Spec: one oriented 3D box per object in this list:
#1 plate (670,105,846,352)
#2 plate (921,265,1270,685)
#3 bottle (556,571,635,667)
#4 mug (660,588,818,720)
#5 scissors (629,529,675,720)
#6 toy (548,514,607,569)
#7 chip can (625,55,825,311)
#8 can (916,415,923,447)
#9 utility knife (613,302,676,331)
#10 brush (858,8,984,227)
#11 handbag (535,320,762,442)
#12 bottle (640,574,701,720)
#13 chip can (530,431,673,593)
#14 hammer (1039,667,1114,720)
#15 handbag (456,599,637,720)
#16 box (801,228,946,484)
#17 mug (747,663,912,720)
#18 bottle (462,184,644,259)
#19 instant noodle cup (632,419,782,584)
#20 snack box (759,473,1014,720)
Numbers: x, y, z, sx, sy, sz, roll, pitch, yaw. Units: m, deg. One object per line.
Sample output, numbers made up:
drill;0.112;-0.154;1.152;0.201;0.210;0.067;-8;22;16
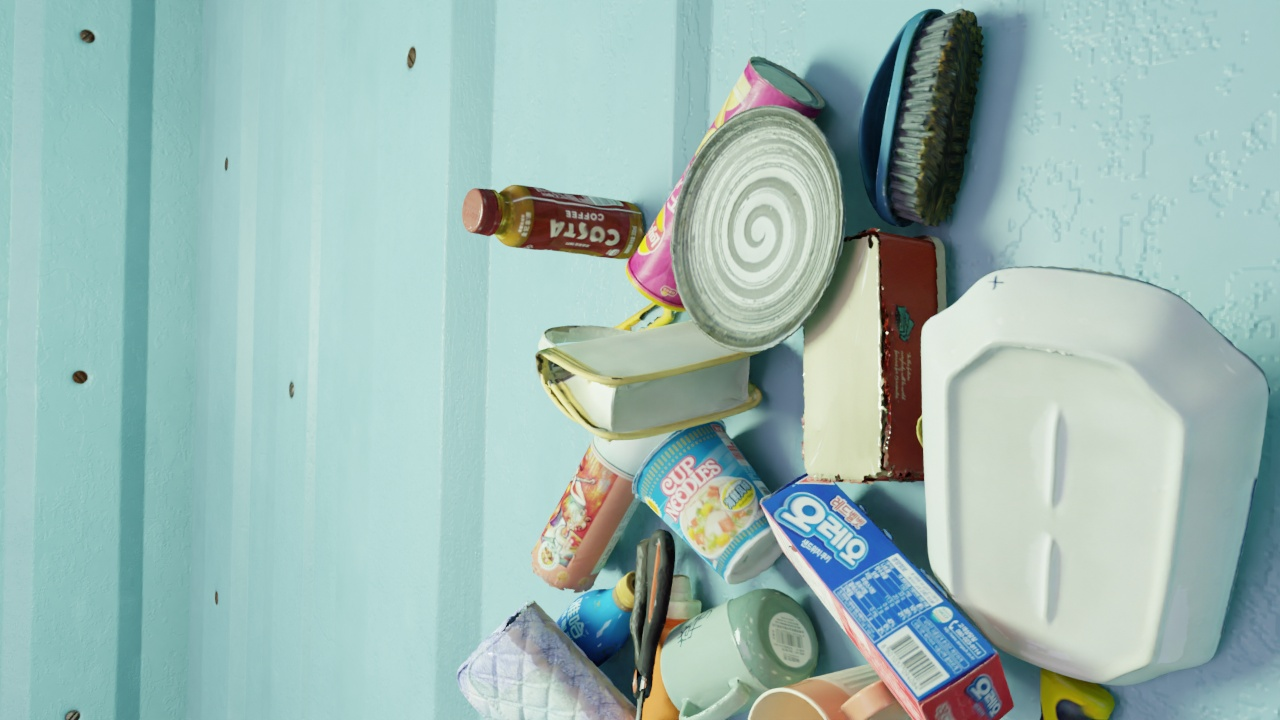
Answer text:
plate;0.085;-0.095;0.672;0.180;0.024;0.179;-2;88;52
plate;0.221;0.077;0.482;0.162;0.034;0.266;15;130;36
bottle;-0.055;0.274;0.906;0.219;0.065;0.065;-50;52;37
mug;0.073;0.237;0.710;0.082;0.111;0.107;48;132;-4
scissors;0.002;0.242;0.749;0.226;0.021;0.198;-88;9;-48
toy;-0.066;0.184;0.948;0.096;0.031;0.100;50;130;36
chip can;0.065;-0.141;0.759;0.211;0.071;0.071;-57;48;34
can;0.225;0.025;0.532;0.102;0.083;0.057;-19;107;49
utility knife;-0.011;-0.030;0.896;0.168;0.015;0.033;-32;67;46
brush;0.184;-0.163;0.622;0.074;0.055;0.144;19;104;49
handbag;-0.005;0.005;0.772;0.179;0.163;0.063;28;123;52
bottle;0.032;0.264;0.803;0.067;0.066;0.149;-11;73;51
chip can;-0.028;0.114;0.850;0.071;0.071;0.215;47;117;42
hammer;0.229;0.344;0.571;0.126;0.031;0.323;27;110;49
handbag;-0.075;0.328;0.856;0.194;0.075;0.134;44;127;2
box;0.151;0.000;0.628;0.091;0.076;0.168;-10;78;61
mug;0.145;0.245;0.619;0.115;0.105;0.081;-57;48;33
bottle;-0.080;-0.130;0.858;0.058;0.174;0.057;-2;87;52
instant noodle cup;0.065;0.117;0.743;0.110;0.099;0.099;47;124;32
snack box;0.150;0.150;0.599;0.058;0.057;0.207;62;174;-31
